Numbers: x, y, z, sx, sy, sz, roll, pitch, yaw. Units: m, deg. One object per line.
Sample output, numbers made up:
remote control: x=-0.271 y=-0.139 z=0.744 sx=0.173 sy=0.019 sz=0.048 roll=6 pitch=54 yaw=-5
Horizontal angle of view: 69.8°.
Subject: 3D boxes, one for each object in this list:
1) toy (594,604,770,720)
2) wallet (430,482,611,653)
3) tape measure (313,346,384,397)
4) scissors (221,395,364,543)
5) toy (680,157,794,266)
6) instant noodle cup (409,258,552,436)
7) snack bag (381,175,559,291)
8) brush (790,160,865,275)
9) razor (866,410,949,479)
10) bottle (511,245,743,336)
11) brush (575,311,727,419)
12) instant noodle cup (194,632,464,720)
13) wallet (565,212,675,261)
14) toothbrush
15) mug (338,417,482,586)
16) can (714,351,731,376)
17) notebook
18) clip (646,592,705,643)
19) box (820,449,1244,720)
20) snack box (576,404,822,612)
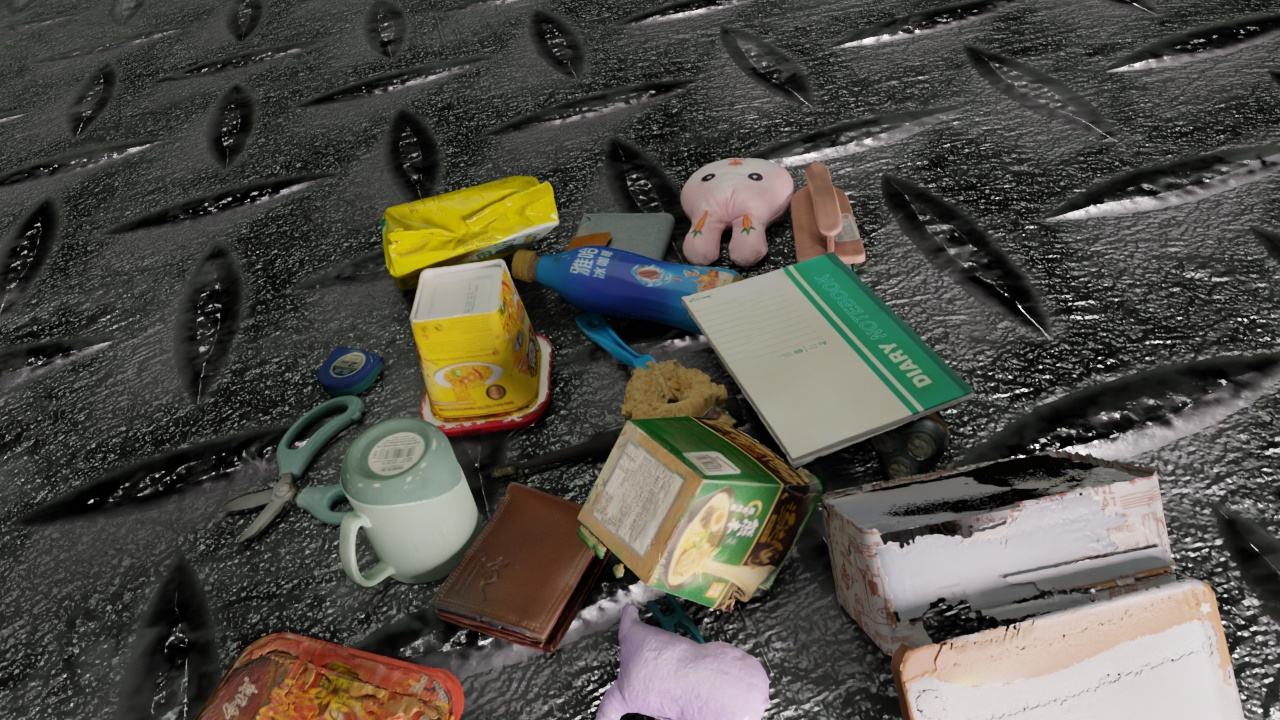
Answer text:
toy: x=0.028 y=0.207 z=0.581 sx=0.108 sy=0.039 sz=0.083 roll=10 pitch=66 yaw=17
wallet: x=-0.083 y=0.148 z=0.676 sx=0.101 sy=0.032 sz=0.124 roll=10 pitch=44 yaw=25
tape measure: x=-0.278 y=0.012 z=0.872 sx=0.058 sy=0.025 sz=0.054 roll=8 pitch=46 yaw=25
scissors: x=-0.272 y=0.086 z=0.794 sx=0.170 sy=0.019 sz=0.181 roll=-12 pitch=42 yaw=0
toy: x=0.100 y=-0.160 z=0.971 sx=0.121 sy=0.054 sz=0.159 roll=1 pitch=50 yaw=15
instant noodle cup: x=-0.143 y=-0.014 z=0.798 sx=0.116 sy=0.124 sz=0.116 roll=-7 pitch=41 yaw=3
snack bag: x=-0.174 y=-0.126 z=0.891 sx=0.158 sy=0.068 sz=0.247 roll=-21 pitch=6 yaw=-12
brush: x=0.182 y=-0.140 z=0.914 sx=0.063 sy=0.073 sz=0.145 roll=-5 pitch=40 yaw=8
razor: x=0.204 y=0.025 z=0.739 sx=0.067 sy=0.062 sz=0.167 roll=20 pitch=36 yaw=-11
bottle: x=-0.016 y=-0.071 z=0.861 sx=0.219 sy=0.065 sz=0.065 roll=12 pitch=45 yaw=12
brush: x=-0.005 y=0.005 z=0.797 sx=0.083 sy=0.046 sz=0.254 roll=-25 pitch=29 yaw=-13
instant noodle cup: x=-0.201 y=0.261 z=0.536 sx=0.165 sy=0.079 sz=0.188 roll=8 pitch=45 yaw=19
wallet: x=-0.027 y=-0.113 z=0.953 sx=0.107 sy=0.037 sz=0.129 roll=3 pitch=43 yaw=14
toothbrush: x=-0.020 y=0.066 z=0.757 sx=0.212 sy=0.026 sz=0.027 roll=-15 pitch=2 yaw=-5
mug: x=-0.179 y=0.111 z=0.680 sx=0.082 sy=0.106 sz=0.111 roll=21 pitch=51 yaw=29
can: x=0.121 y=-0.032 z=0.814 sx=0.058 sy=0.059 sz=0.116 roll=29 pitch=54 yaw=36
notebook: x=0.140 y=-0.012 z=0.735 sx=0.150 sy=0.012 sz=0.209 roll=-19 pitch=42 yaw=-11
clip: x=0.026 y=0.181 z=0.629 sx=0.045 sy=0.014 sz=0.057 roll=-25 pitch=46 yaw=-14
box: x=0.225 y=0.165 z=0.561 sx=0.181 sy=0.197 sz=0.157 roll=-13 pitch=0 yaw=-3
snack box: x=0.032 y=0.096 z=0.616 sx=0.118 sy=0.105 sz=0.117 roll=34 pitch=101 yaw=40
